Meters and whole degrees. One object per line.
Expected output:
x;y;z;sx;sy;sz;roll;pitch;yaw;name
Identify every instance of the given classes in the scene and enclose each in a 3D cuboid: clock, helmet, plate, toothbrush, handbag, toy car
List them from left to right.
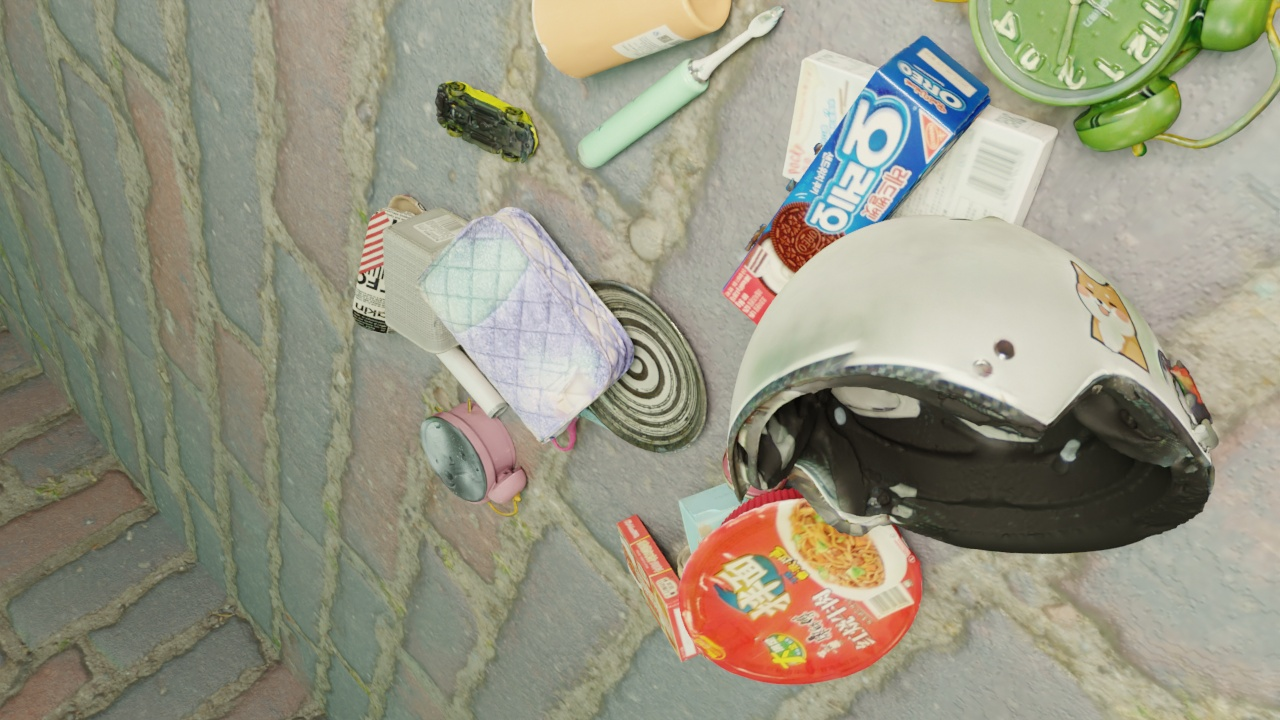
-0.233;-0.022;1.062;0.221;0.026;0.027;48;167;8;toothbrush
-0.196;0.123;1.105;0.117;0.059;0.158;-13;106;49;clock
-0.135;-0.214;0.815;0.105;0.032;0.048;28;135;14;toy car
-0.103;-0.033;0.832;0.134;0.075;0.194;-39;87;31;handbag
-0.005;0.005;0.848;0.179;0.024;0.180;26;132;33;plate
0.021;-0.195;0.669;0.026;0.027;0.225;49;144;-15;toothbrush
0.181;0.009;0.524;0.231;0.273;0.156;-28;51;51;helmet
0.231;-0.170;0.444;0.161;0.056;0.116;44;142;13;clock

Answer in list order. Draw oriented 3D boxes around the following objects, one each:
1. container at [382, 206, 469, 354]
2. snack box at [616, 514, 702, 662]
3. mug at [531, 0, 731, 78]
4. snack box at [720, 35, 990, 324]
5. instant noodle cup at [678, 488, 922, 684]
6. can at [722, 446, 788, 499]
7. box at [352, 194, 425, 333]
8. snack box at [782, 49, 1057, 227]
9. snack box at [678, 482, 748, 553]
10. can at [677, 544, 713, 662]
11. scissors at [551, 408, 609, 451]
-0.208;-0.085;0.940;0.090;0.090;0.114;29;133;28;container
0.017;0.227;0.931;0.153;0.025;0.075;-133;26;-60;snack box
-0.004;-0.242;0.625;0.123;0.078;0.078;3;119;40;mug
0.123;-0.096;0.567;0.058;0.057;0.208;43;142;8;snack box
0.127;0.175;0.750;0.194;0.065;0.194;1;118;2;instant noodle cup
0.108;0.047;0.731;0.058;0.057;0.148;36;139;22;can
-0.267;-0.107;1.015;0.075;0.083;0.164;15;124;-8;box
0.165;-0.127;0.568;0.157;0.026;0.085;31;137;28;snack box
0.092;0.194;0.833;0.051;0.074;0.175;-132;25;-63;snack box
0.074;0.239;0.908;0.059;0.058;0.116;11;125;42;can
-0.072;0.045;0.955;0.130;0.017;0.134;53;138;7;scissors
